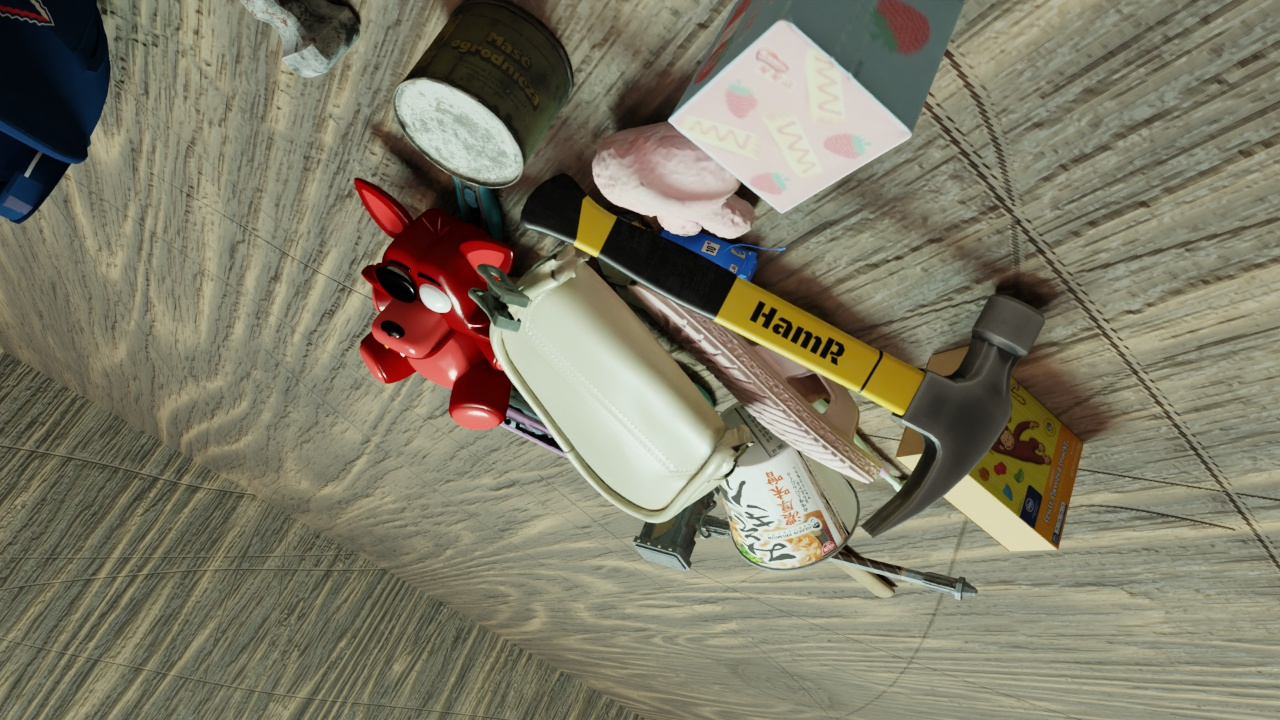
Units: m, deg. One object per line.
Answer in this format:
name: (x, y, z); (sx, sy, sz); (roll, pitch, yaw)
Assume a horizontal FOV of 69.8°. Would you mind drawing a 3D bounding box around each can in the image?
can: (-0.097, -0.167, 0.577); (0.090, 0.074, 0.090); (21, 155, 11)

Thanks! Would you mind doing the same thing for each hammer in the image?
hammer: (0.165, 0.178, 1.000); (0.331, 0.030, 0.120); (40, 151, -22)
hammer: (-0.138, -0.245, 0.512); (0.319, 0.048, 0.121); (1, 141, 40)
hammer: (0.076, -0.021, 0.562); (0.324, 0.170, 0.034); (27, -177, -5)
hammer: (0.153, 0.179, 0.879); (0.323, 0.098, 0.044); (9, 150, 29)

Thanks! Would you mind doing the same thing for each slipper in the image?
slipper: (0.095, 0.000, 0.690); (0.239, 0.064, 0.094); (40, 172, -13)

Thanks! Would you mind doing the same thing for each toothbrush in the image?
toothbrush: (0.191, 0.073, 0.803); (0.154, 0.015, 0.022); (41, 149, -25)

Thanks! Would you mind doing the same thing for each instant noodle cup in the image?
instant noodle cup: (0.120, 0.103, 0.821); (0.124, 0.123, 0.122); (5, 137, 38)

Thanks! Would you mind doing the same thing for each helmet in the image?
helmet: (-0.503, -0.233, 0.658); (0.232, 0.223, 0.272); (32, -173, -41)

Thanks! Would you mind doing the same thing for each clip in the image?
clip: (-0.100, -0.045, 0.641); (0.023, 0.044, 0.076); (15, -164, -31)

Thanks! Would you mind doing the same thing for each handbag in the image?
handbag: (-0.004, 0.004, 0.721); (0.229, 0.131, 0.184); (46, 153, -12)

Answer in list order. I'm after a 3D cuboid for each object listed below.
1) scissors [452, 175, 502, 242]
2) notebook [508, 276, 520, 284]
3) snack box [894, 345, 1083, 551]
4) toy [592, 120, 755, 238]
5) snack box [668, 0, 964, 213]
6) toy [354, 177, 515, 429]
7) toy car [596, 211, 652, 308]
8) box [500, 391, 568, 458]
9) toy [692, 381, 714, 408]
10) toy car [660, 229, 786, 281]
scissors: (-0.126, -0.137, 0.719); (0.138, 0.019, 0.137); (40, 150, -21)
notebook: (-0.068, -0.003, 0.898); (0.168, 0.024, 0.225); (7, 147, 32)
snack box: (0.249, 0.064, 0.648); (0.126, 0.088, 0.040); (37, 152, -19)
toy: (0.026, -0.112, 0.590); (0.108, 0.053, 0.105); (4, 156, 34)
snack box: (0.083, -0.140, 0.434); (0.079, 0.092, 0.095); (35, 152, -16)
toy: (-0.171, -0.045, 0.777); (0.158, 0.120, 0.198); (27, 143, 18)
toy car: (-0.007, -0.072, 0.709); (0.048, 0.033, 0.105); (8, 149, 30)
box: (-0.066, 0.092, 1.026); (0.214, 0.033, 0.076); (26, -176, 4)
toy: (0.026, 0.047, 0.867); (0.085, 0.033, 0.105); (-23, 137, 30)
toy car: (0.053, -0.079, 0.632); (0.092, 0.033, 0.062); (22, 160, 11)
